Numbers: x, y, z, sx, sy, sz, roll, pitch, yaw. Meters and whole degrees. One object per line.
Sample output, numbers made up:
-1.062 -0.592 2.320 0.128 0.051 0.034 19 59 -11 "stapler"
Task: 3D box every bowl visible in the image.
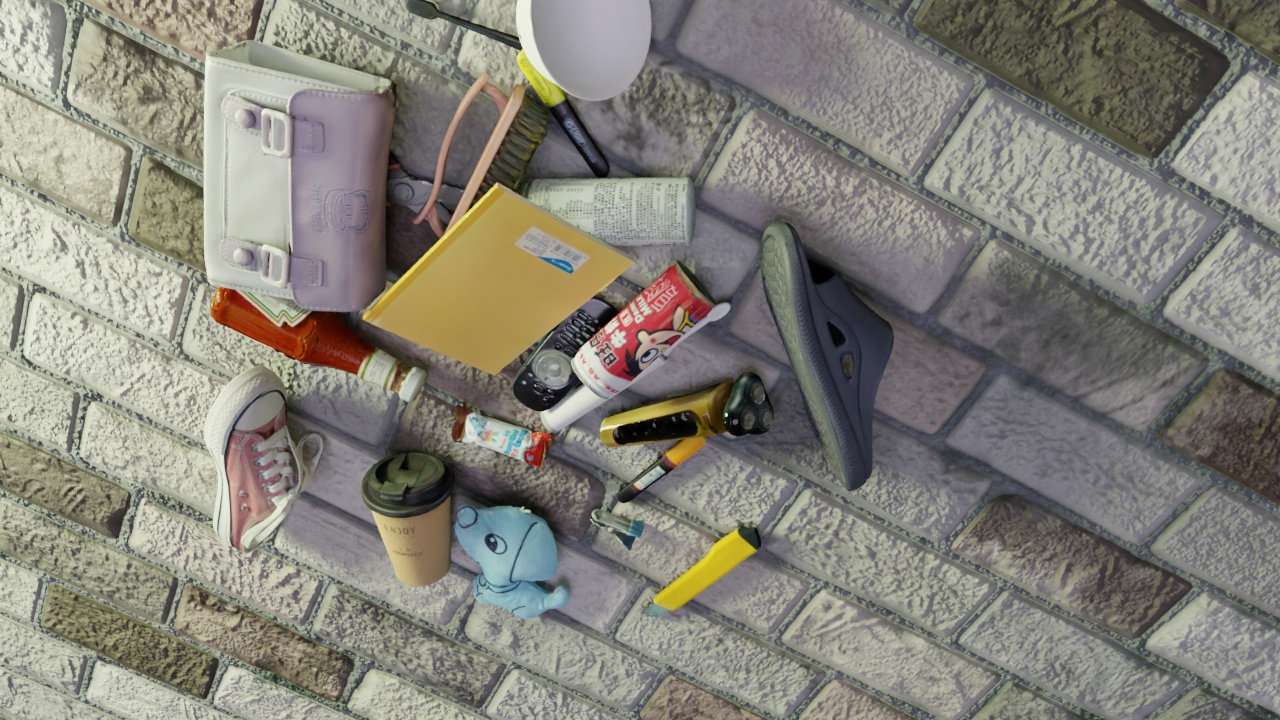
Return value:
-0.055 -0.261 0.707 0.065 0.118 0.118 15 128 46 "bowl"

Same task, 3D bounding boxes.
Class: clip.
-0.027 0.173 0.956 0.058 0.027 0.044 28 125 -6 "clip"

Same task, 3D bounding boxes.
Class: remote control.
-0.070 -0.008 0.868 0.053 0.024 0.137 36 113 -15 "remote control"

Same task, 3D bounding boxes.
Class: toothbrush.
-0.103 -0.261 0.751 0.181 0.018 0.016 20 119 -4 "toothbrush"
-0.005 0.005 0.865 0.221 0.026 0.027 -33 100 22 "toothbrush"

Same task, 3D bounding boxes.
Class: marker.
-0.063 -0.204 0.766 0.018 0.015 0.124 -24 118 24 "marker"
0.020 0.108 0.922 0.018 0.015 0.124 43 118 -12 "marker"

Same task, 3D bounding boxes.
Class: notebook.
-0.126 -0.061 0.801 0.145 0.010 0.207 25 134 -35 "notebook"

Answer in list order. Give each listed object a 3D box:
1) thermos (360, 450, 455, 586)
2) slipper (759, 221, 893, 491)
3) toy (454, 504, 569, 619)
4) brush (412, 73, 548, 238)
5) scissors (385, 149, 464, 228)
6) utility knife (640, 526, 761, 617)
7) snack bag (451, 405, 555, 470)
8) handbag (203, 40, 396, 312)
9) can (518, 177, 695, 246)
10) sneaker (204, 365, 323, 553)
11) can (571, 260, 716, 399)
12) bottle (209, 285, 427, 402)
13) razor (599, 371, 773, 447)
-0.234 0.164 0.950 0.093 0.092 0.143 5 125 6 "thermos"
0.172 -0.009 0.797 0.083 0.110 0.268 -22 118 1 "slipper"
-0.136 0.212 0.979 0.161 0.049 0.157 29 119 -14 "toy"
-0.136 -0.162 0.771 0.073 0.063 0.146 26 114 -17 "brush"
-0.232 -0.160 0.822 0.225 0.015 0.189 -11 115 13 "scissors"
0.063 0.227 0.975 0.033 0.015 0.178 44 116 -7 "utility knife"
-0.139 0.077 0.923 0.105 0.026 0.045 18 121 1 "snack bag"
-0.287 -0.150 0.776 0.145 0.098 0.197 11 119 -4 "handbag"
-0.027 -0.126 0.783 0.147 0.058 0.058 1 117 8 "can"
-0.381 0.114 0.936 0.088 0.118 0.242 29 125 13 "sneaker"
0.002 -0.025 0.819 0.133 0.053 0.053 -42 105 13 "can"
-0.305 -0.019 0.882 0.206 0.059 0.060 27 118 -6 "bottle"
0.040 0.055 0.867 0.168 0.067 0.062 -13 114 22 "razor"
